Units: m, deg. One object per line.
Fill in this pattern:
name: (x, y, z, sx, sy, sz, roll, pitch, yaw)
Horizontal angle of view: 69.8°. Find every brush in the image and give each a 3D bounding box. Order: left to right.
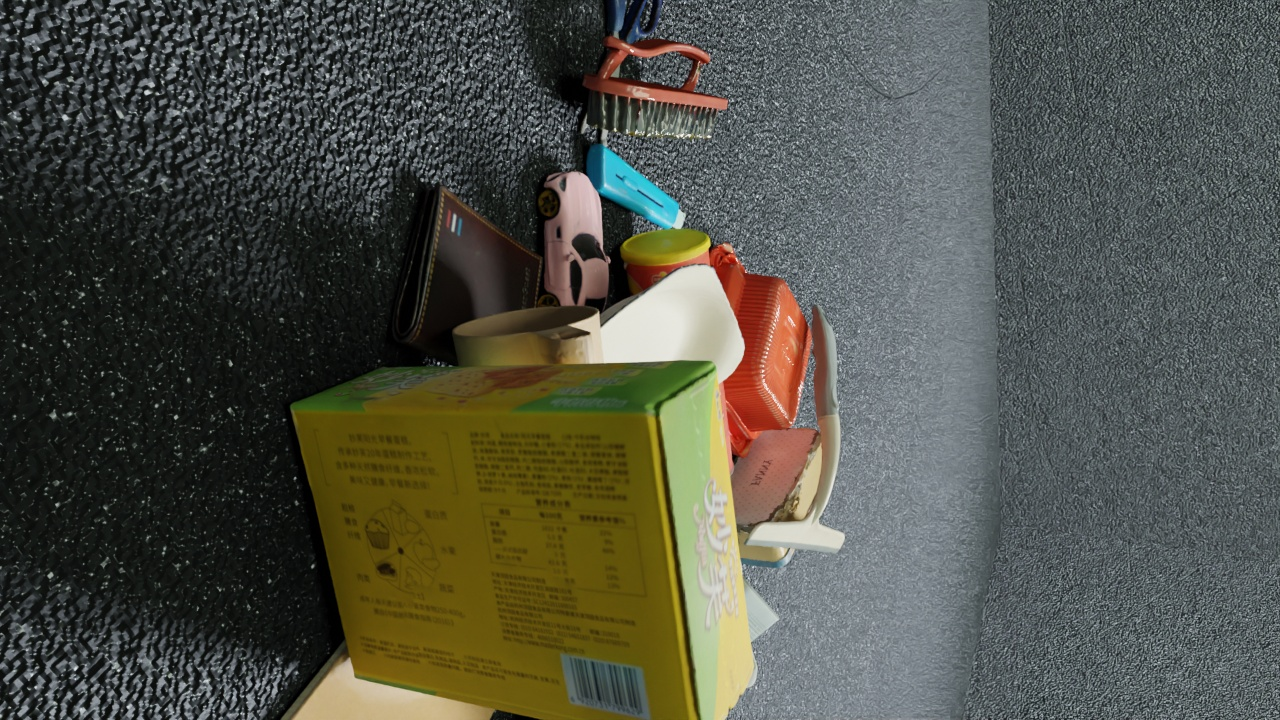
brush: (0.008, -0.204, 0.682, 0.145, 0.063, 0.069, -20, 126, -57)

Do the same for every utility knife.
utility knife: (0.002, -0.134, 0.747, 0.166, 0.018, 0.034, 15, 80, -63)

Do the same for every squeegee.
squeegee: (0.178, 0.065, 0.903, 0.246, 0.039, 0.246, 23, 71, -57)

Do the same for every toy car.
toy car: (-0.045, -0.072, 0.649, 0.056, 0.037, 0.122, -12, 103, -63)

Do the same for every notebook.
notebook: (-0.157, 0.236, 0.505, 0.210, 0.012, 0.150, -55, 140, -44)

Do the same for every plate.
plate: (-0.004, 0.004, 0.674, 0.164, 0.034, 0.164, -40, 148, -4)

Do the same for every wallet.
wallet: (-0.101, -0.040, 0.568, 0.122, 0.020, 0.096, 33, 65, -61)

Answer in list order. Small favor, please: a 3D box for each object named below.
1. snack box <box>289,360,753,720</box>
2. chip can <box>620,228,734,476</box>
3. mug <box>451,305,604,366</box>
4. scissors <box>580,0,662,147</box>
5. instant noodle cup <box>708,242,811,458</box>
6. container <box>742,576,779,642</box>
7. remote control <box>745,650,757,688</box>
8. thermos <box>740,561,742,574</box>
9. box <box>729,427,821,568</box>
snack box: (-0.059, 0.084, 0.445, 0.069, 0.210, 0.158, -28, 113, -57)
chip can: (0.035, 0.002, 0.767, 0.073, 0.073, 0.217, -43, 129, -52)
mug: (-0.050, 0.029, 0.515, 0.084, 0.125, 0.103, -13, 104, -24)
scissors: (-0.020, -0.248, 0.697, 0.168, 0.012, 0.147, -57, 142, -41)
instant noodle cup: (0.109, -0.008, 0.900, 0.189, 0.079, 0.164, 48, 51, -51)
container: (0.033, 0.200, 0.728, 0.111, 0.090, 0.090, -43, 137, -5)
remote control: (0.078, 0.234, 0.850, 0.056, 0.019, 0.135, 92, -16, -55)
thermos: (-0.002, 0.146, 0.657, 0.092, 0.143, 0.093, -5, 96, -48)
box: (0.136, 0.133, 0.956, 0.183, 0.090, 0.059, -46, 128, -46)
